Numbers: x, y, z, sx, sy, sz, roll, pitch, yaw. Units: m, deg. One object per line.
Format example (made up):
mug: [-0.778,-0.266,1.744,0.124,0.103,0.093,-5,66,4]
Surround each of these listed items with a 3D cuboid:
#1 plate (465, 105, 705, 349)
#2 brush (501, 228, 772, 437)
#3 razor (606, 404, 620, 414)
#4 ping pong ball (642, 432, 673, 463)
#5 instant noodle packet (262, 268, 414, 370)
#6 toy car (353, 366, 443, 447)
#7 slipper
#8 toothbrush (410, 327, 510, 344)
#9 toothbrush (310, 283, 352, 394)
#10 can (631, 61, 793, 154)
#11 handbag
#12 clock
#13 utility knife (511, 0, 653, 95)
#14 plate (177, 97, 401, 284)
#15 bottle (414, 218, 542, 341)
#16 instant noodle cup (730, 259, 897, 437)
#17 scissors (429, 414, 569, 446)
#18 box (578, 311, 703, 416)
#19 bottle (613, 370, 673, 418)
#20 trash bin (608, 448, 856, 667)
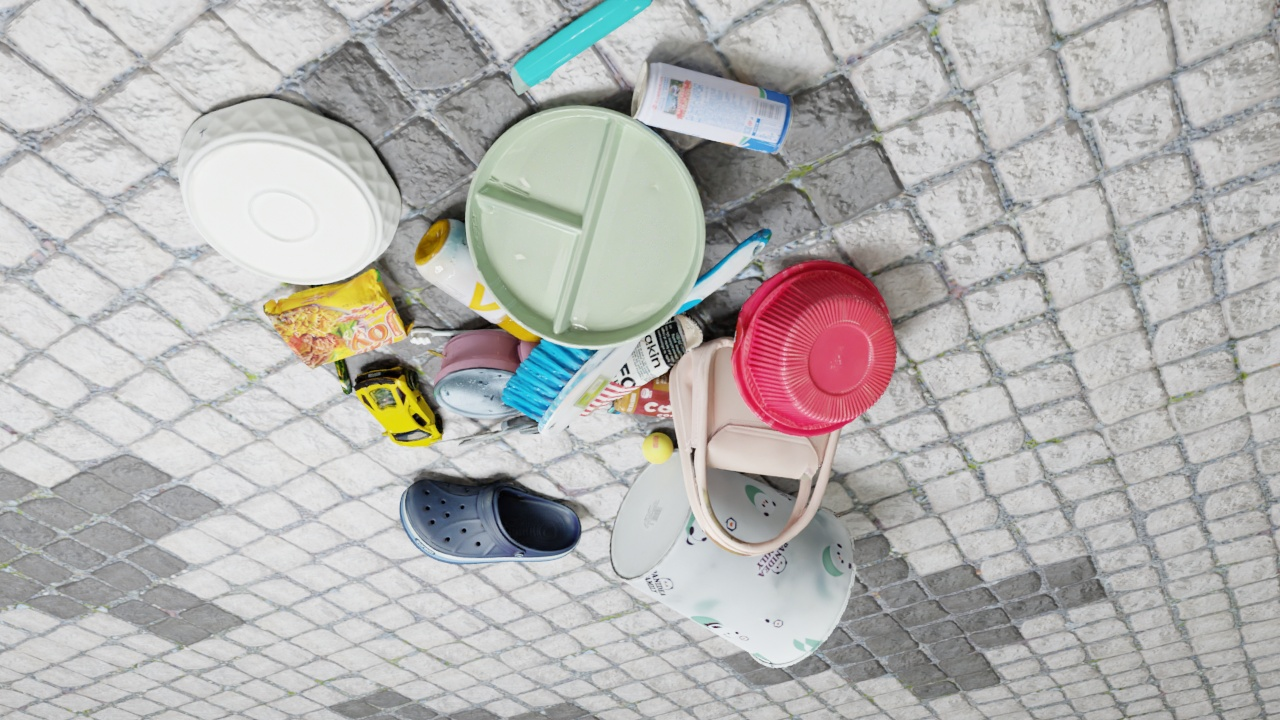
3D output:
plate: [-0.052,-0.122,0.862,0.230,0.027,0.230,4,113,9]
brush: [-0.008,-0.040,0.928,0.315,0.109,0.060,-48,150,9]
razor: [0.032,0.054,1.129,0.142,0.022,0.043,1,170,-9]
ping pong ball: [0.022,0.113,1.179,0.040,0.040,0.040,-1,138,-1]
instant noodle packet: [-0.317,-0.042,0.981,0.128,0.044,0.111,-18,146,-3]
toy car: [-0.290,0.062,1.115,0.071,0.041,0.156,-9,138,9]
slipper: [-0.196,0.218,1.239,0.252,0.105,0.095,13,143,-19]
toothbrush: [-0.169,-0.028,1.036,0.180,0.016,0.016,-1,147,-1]
toothbrush: [-0.347,-0.022,1.037,0.012,0.017,0.186,-27,145,-25]
can: [0.062,-0.221,0.803,0.134,0.053,0.053,10,136,-13]
handbag: [0.129,0.100,1.023,0.193,0.234,0.093,10,167,-20]
clock: [-0.155,0.014,1.041,0.158,0.059,0.117,-1,149,-3]
utility knife: [-0.024,-0.285,0.760,0.223,0.013,0.029,-25,131,26]
plate: [-0.337,-0.149,0.878,0.205,0.045,0.205,-1,138,-1]
bottle: [-0.143,-0.072,0.951,0.068,0.067,0.189,-32,130,29]
instant noodle cup: [0.194,-0.006,0.959,0.193,0.066,0.194,-3,103,-15]
scissors: [-0.171,0.088,1.139,0.159,0.014,0.181,-1,167,-30]
box: [-0.005,0.005,0.995,0.163,0.076,0.087,-34,154,27]
bottle: [0.058,0.044,1.091,0.175,0.057,0.058,8,137,-11]
trash bin: [0.111,0.250,1.211,0.251,0.229,0.230,30,130,-22]
